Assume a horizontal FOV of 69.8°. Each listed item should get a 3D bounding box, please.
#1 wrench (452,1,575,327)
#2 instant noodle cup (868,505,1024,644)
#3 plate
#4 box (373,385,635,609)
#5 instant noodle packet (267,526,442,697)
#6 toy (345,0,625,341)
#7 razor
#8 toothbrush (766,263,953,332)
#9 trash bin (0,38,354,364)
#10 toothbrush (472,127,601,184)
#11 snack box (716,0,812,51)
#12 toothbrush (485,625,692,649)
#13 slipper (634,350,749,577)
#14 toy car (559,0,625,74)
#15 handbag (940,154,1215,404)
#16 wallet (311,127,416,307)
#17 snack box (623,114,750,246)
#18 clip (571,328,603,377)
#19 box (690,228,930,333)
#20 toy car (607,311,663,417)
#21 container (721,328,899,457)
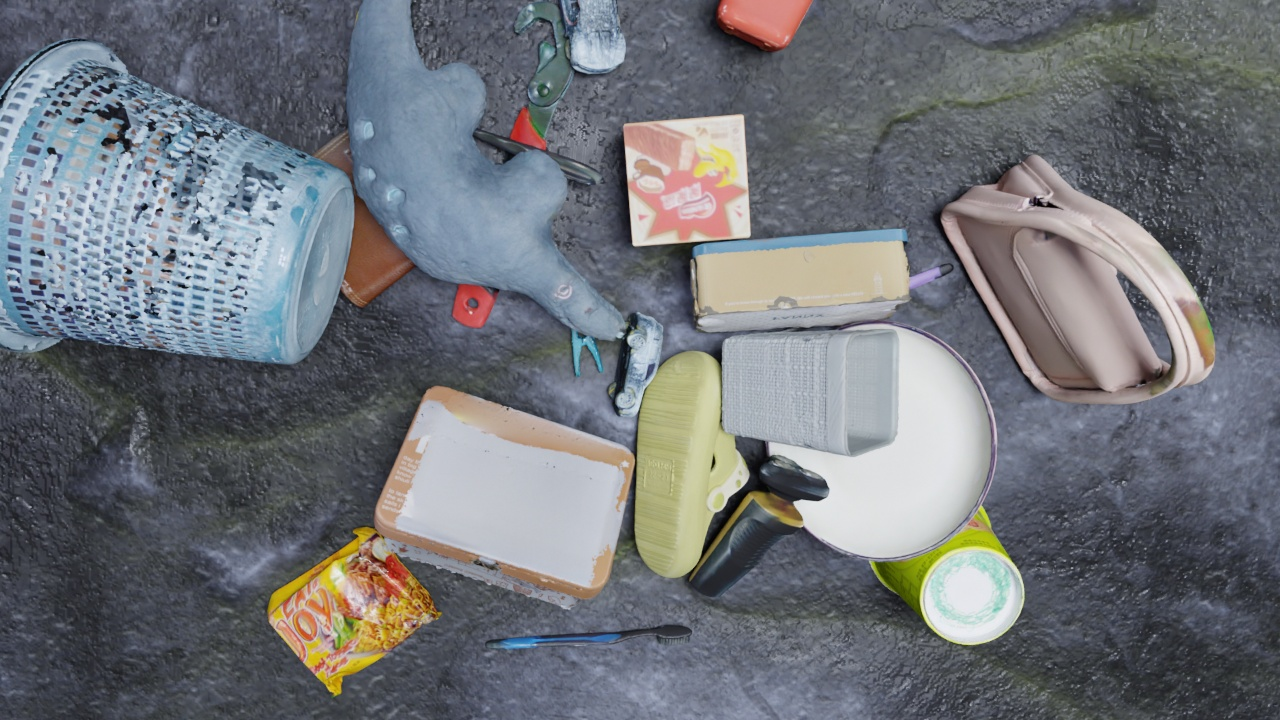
[{"bbox_3d":[-0.106,-0.158,0.763,0.056,0.016,0.273,17,99,2],"label":"wrench"},{"bbox_3d":[0.256,0.171,0.758,0.112,0.123,0.112,0,99,1],"label":"instant noodle cup"},{"bbox_3d":[0.195,0.065,0.747,0.193,0.039,0.192,-3,85,37],"label":"plate"},{"bbox_3d":[-0.105,0.116,0.728,0.182,0.177,0.153,18,100,-2],"label":"box"},{"bbox_3d":[-0.260,0.224,0.818,0.128,0.044,0.111,-37,93,7],"label":"instant noodle packet"},{"bbox_3d":[-0.143,-0.141,0.715,0.137,0.091,0.356,-36,99,-9],"label":"toy"},{"bbox_3d":[0.091,0.143,0.773,0.062,0.067,0.168,17,127,-21],"label":"razor"},{"bbox_3d":[0.178,-0.044,0.779,0.189,0.016,0.014,-22,98,3],"label":"toothbrush"},{"bbox_3d":[-0.324,-0.091,0.666,0.195,0.226,0.227,15,99,-7],"label":"trash bin"},{"bbox_3d":[-0.115,-0.178,0.745,0.181,0.018,0.016,22,97,6],"label":"toothbrush"},{"bbox_3d":[0.101,-0.284,0.703,0.082,0.091,0.080,23,106,-2],"label":"snack box"},{"bbox_3d":[-0.047,0.255,0.834,0.189,0.014,0.016,-4,123,2],"label":"toothbrush"},{"bbox_3d":[0.045,0.088,0.778,0.081,0.092,0.190,6,92,-38],"label":"slipper"},{"bbox_3d":[-0.039,-0.282,0.726,0.048,0.031,0.105,-13,99,-24],"label":"toy car"},{"bbox_3d":[0.325,-0.051,0.663,0.093,0.234,0.193,-33,98,7],"label":"handbag"},{"bbox_3d":[-0.235,-0.120,0.766,0.101,0.032,0.124,-38,98,4],"label":"wallet"},{"bbox_3d":[0.036,-0.142,0.732,0.093,0.077,0.094,-4,100,1],"label":"snack box"},{"bbox_3d":[-0.048,-0.014,0.788,0.040,0.014,0.056,-9,101,2],"label":"clip"},{"bbox_3d":[0.131,-0.062,0.735,0.184,0.090,0.061,-6,81,-1],"label":"box"},{"bbox_3d":[-0.005,0.005,0.777,0.034,0.043,0.090,9,99,-18],"label":"toy car"},{"bbox_3d":[0.129,0.020,0.713,0.114,0.090,0.090,4,96,39],"label":"container"}]
